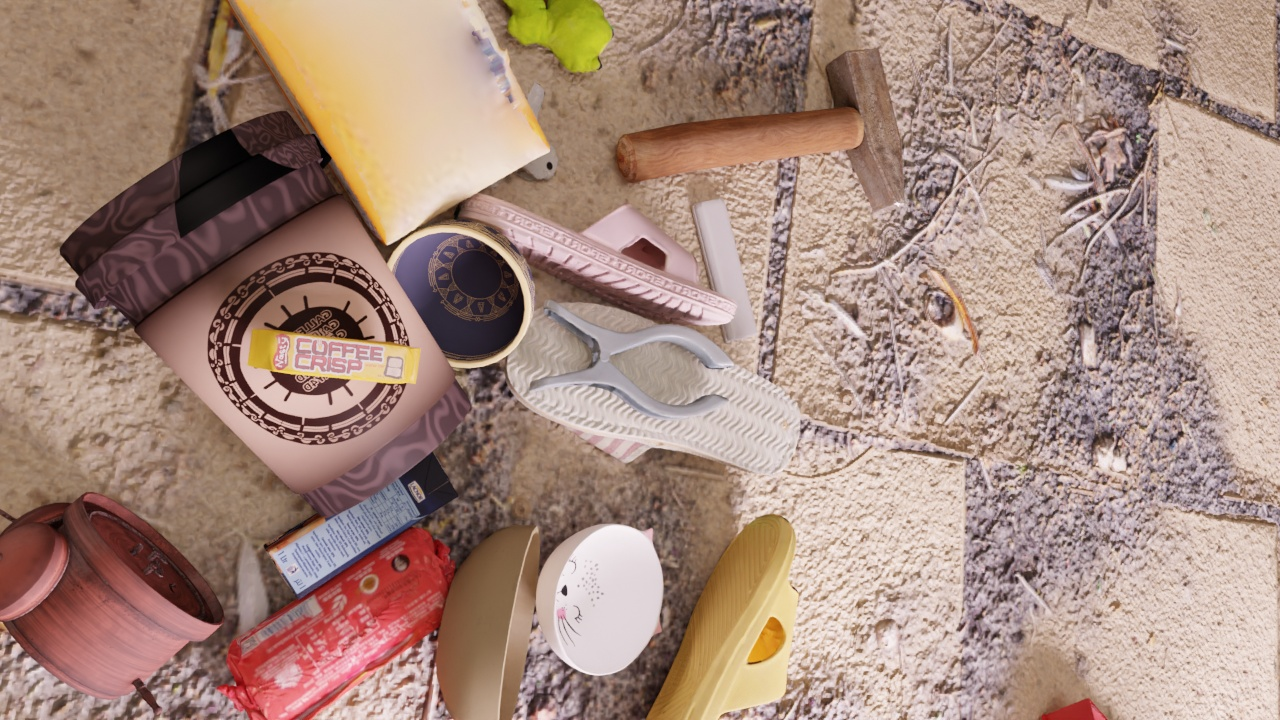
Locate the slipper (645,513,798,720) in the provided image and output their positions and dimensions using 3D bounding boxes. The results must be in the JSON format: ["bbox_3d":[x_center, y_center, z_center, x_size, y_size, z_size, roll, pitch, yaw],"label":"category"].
[{"bbox_3d":[0.075,0.252,0.745,0.078,0.100,0.263,32,76,-7],"label":"slipper"}]

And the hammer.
[{"bbox_3d":[0.115,-0.199,0.854,0.300,0.037,0.158,-13,89,-25],"label":"hammer"}]

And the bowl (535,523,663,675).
[{"bbox_3d":[-0.039,0.183,0.720,0.114,0.051,0.114,2,88,-45],"label":"bowl"}]

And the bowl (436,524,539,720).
[{"bbox_3d":[-0.110,0.191,0.654,0.050,0.152,0.152,8,79,1],"label":"bowl"}]

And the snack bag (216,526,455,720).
[{"bbox_3d":[-0.203,0.188,0.639,0.176,0.082,0.082,-33,97,-23],"label":"snack bag"}]

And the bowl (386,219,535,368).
[{"bbox_3d":[-0.132,-0.058,0.702,0.112,0.113,0.061,44,24,-13],"label":"bowl"}]

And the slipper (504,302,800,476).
[{"bbox_3d":[0.011,0.032,0.771,0.262,0.052,0.115,19,78,-17],"label":"slipper"}]

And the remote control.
[{"bbox_3d":[0.078,-0.082,0.836,0.033,0.012,0.131,-14,89,-25],"label":"remote control"}]

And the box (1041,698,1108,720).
[{"bbox_3d":[0.542,0.403,0.811,0.217,0.352,0.197,46,31,-10],"label":"box"}]

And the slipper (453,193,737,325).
[{"bbox_3d":[-0.030,-0.093,0.746,0.239,0.094,0.064,21,79,-14],"label":"slipper"}]

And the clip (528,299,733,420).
[{"bbox_3d":[-0.007,0.021,0.722,0.163,0.028,0.112,14,77,-16],"label":"clip"}]

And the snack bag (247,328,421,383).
[{"bbox_3d":[-0.179,-0.002,0.544,0.099,0.020,0.026,8,88,-32],"label":"snack bag"}]

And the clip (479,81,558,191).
[{"bbox_3d":[-0.101,-0.176,0.766,0.056,0.056,0.102,17,73,24],"label":"clip"}]

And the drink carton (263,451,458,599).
[{"bbox_3d":[-0.199,0.114,0.659,0.129,0.064,0.040,-32,99,-25],"label":"drink carton"}]

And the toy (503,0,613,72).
[{"bbox_3d":[-0.070,-0.288,0.784,0.093,0.036,0.094,-11,81,-20],"label":"toy"}]

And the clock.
[{"bbox_3d":[-0.340,0.138,0.566,0.072,0.121,0.157,-45,110,-15],"label":"clock"}]

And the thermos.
[{"bbox_3d":[-0.232,-0.023,0.613,0.172,0.173,0.226,-41,106,-23],"label":"thermos"}]

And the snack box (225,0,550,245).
[{"bbox_3d":[-0.171,-0.202,0.646,0.145,0.081,0.195,-34,116,-14],"label":"snack box"}]
